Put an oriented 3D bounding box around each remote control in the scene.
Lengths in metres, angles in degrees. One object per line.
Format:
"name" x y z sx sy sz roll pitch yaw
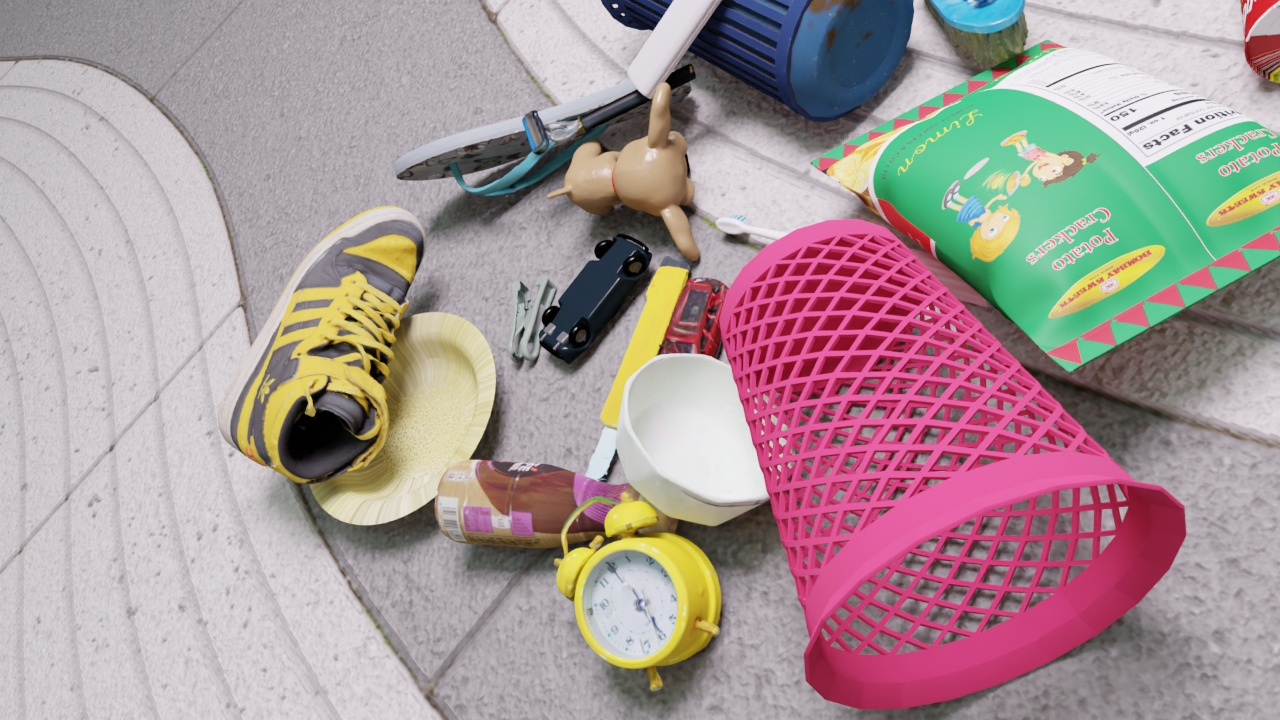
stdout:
"remote control" 0.033 -0.256 0.683 0.131 0.012 0.033 -49 60 35

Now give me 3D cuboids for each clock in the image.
"clock" -0.004 0.138 0.568 0.083 0.057 0.118 -46 66 12

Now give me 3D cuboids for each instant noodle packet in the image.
"instant noodle packet" 0.251 -0.111 0.553 0.195 0.090 0.252 -28 43 -5

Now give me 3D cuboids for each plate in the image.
"plate" -0.186 0.050 0.744 0.185 0.036 0.184 -14 57 22

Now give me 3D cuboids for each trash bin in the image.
"trash bin" 0.088 -0.294 0.731 0.139 0.139 0.249 -46 53 -2

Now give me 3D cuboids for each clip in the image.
"clip" -0.098 -0.033 0.755 0.051 0.023 0.078 5 64 33

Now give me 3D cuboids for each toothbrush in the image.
"toothbrush" 0.146 -0.076 0.642 0.223 0.027 0.026 21 39 35

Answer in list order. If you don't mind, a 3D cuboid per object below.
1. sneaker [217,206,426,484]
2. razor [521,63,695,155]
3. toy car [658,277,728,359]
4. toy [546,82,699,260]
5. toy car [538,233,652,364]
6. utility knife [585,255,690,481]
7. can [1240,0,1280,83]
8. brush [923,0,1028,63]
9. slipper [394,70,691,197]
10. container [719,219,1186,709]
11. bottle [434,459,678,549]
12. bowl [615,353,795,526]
"sneaker" -0.229 -0.012 0.722 0.122 0.086 0.238 25 81 43
"razor" -0.023 -0.203 0.737 0.144 0.022 0.042 -21 61 2
"toy car" 0.038 -0.017 0.664 0.042 0.036 0.091 9 73 31
"toy" -0.007 -0.145 0.728 0.108 0.134 0.105 -1 21 29
"toy car" -0.035 -0.049 0.720 0.046 0.034 0.112 33 83 38
"utility knife" -0.004 0.004 0.683 0.030 0.018 0.190 6 63 36
"can" 0.412 -0.241 0.555 0.087 0.086 0.116 -1 63 28
"brush" 0.236 -0.271 0.657 0.055 0.075 0.135 -22 39 15
"slipper" -0.081 -0.186 0.804 0.269 0.098 0.055 -16 92 9
"container" 0.137 0.039 0.501 0.183 0.183 0.225 -29 45 11
"bottle" -0.057 0.101 0.632 0.166 0.060 0.059 1 63 19
"bowl" 0.035 0.058 0.589 0.061 0.117 0.117 -63 37 42
